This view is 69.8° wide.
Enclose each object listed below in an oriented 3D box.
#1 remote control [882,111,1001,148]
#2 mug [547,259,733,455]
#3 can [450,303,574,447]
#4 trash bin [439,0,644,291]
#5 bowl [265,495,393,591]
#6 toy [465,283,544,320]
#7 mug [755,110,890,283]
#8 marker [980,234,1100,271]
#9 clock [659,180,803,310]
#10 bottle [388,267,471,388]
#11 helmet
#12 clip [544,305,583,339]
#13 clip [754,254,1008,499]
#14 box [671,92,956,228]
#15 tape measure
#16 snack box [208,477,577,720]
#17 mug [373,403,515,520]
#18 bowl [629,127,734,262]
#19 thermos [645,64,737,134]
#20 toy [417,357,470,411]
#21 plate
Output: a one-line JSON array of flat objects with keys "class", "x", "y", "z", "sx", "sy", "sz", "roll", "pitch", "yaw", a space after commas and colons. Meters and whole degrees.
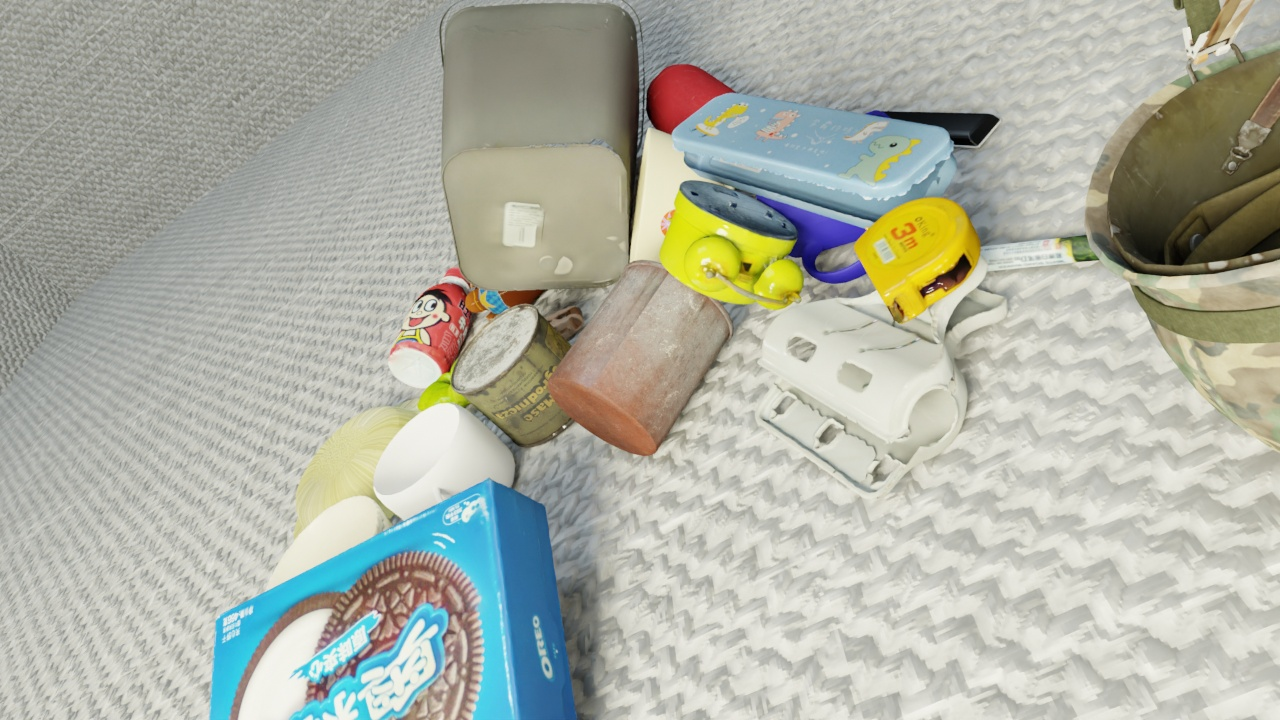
[{"class": "remote control", "x": 0.209, "y": -0.174, "z": 0.684, "sx": 0.028, "sy": 0.012, "sz": 0.124, "roll": -48, "pitch": 32, "yaw": -10}, {"class": "mug", "x": -0.004, "y": 0.004, "z": 0.643, "sx": 0.110, "sy": 0.096, "sz": 0.123, "roll": -51, "pitch": -4, "yaw": -21}, {"class": "can", "x": -0.092, "y": 0.013, "z": 0.726, "sx": 0.090, "sy": 0.074, "sz": 0.089, "roll": -30, "pitch": 33, "yaw": 22}, {"class": "trash bin", "x": -0.089, "y": -0.193, "z": 0.843, "sx": 0.197, "sy": 0.198, "sz": 0.219, "roll": -2, "pitch": 47, "yaw": -1}, {"class": "bowl", "x": -0.219, "y": 0.166, "z": 0.689, "sx": 0.115, "sy": 0.062, "sz": 0.115, "roll": -28, "pitch": 34, "yaw": 21}, {"class": "toy", "x": -0.121, "y": -0.077, "z": 0.907, "sx": 0.102, "sy": 0.070, "sz": 0.090, "roll": -30, "pitch": 12, "yaw": -25}, {"class": "mug", "x": 0.135, "y": -0.105, "z": 0.628, "sx": 0.084, "sy": 0.079, "sz": 0.111, "roll": -14, "pitch": 64, "yaw": 37}, {"class": "marker", "x": 0.210, "y": -0.061, "z": 0.540, "sx": 0.147, "sy": 0.017, "sz": 0.017, "roll": -2, "pitch": 49, "yaw": 46}, {"class": "clock", "x": 0.059, "y": -0.071, "z": 0.584, "sx": 0.057, "sy": 0.083, "sz": 0.119, "roll": -66, "pitch": 27, "yaw": 25}, {"class": "bottle", "x": -0.203, "y": -0.040, "z": 0.923, "sx": 0.062, "sy": 0.062, "sz": 0.137, "roll": -20, "pitch": 39, "yaw": 31}, {"class": "helmet", "x": 0.263, "y": -0.082, "z": 0.300, "sx": 0.224, "sy": 0.236, "sz": 0.192, "roll": -42, "pitch": 17, "yaw": 6}, {"class": "clip", "x": -0.077, "y": -0.029, "z": 0.808, "sx": 0.061, "sy": 0.026, "sz": 0.049, "roll": -12, "pitch": 41, "yaw": 37}, {"class": "clip", "x": 0.133, "y": -0.009, "z": 0.514, "sx": 0.150, "sy": 0.089, "sz": 0.125, "roll": -53, "pitch": 34, "yaw": 1}, {"class": "box", "x": 0.099, "y": -0.138, "z": 0.581, "sx": 0.210, "sy": 0.052, "sz": 0.067, "roll": 31, "pitch": 87, "yaw": 47}, {"class": "tape measure", "x": 0.149, "y": -0.058, "z": 0.488, "sx": 0.059, "sy": 0.030, "sz": 0.068, "roll": -30, "pitch": 37, "yaw": 15}, {"class": "snack box", "x": -0.149, "y": 0.204, "z": 0.520, "sx": 0.239, "sy": 0.056, "sz": 0.195, "roll": -28, "pitch": 53, "yaw": 20}, {"class": "mug", "x": -0.145, "y": 0.091, "z": 0.694, "sx": 0.094, "sy": 0.068, "sz": 0.115, "roll": -41, "pitch": 32, "yaw": 1}, {"class": "bowl", "x": 0.035, "y": -0.124, "z": 0.743, "sx": 0.074, "sy": 0.118, "sz": 0.117, "roll": 7, "pitch": 41, "yaw": -4}, {"class": "thermos", "x": 0.068, "y": -0.205, "z": 0.817, "sx": 0.073, "sy": 0.073, "sz": 0.239, "roll": -38, "pitch": 32, "yaw": 6}, {"class": "toy", "x": -0.162, "y": 0.021, "z": 0.829, "sx": 0.093, "sy": 0.036, "sz": 0.094, "roll": -48, "pitch": 28, "yaw": -4}, {"class": "plate", "x": -0.265, "y": 0.097, "z": 0.848, "sx": 0.185, "sy": 0.036, "sz": 0.184, "roll": -28, "pitch": 34, "yaw": 21}]
